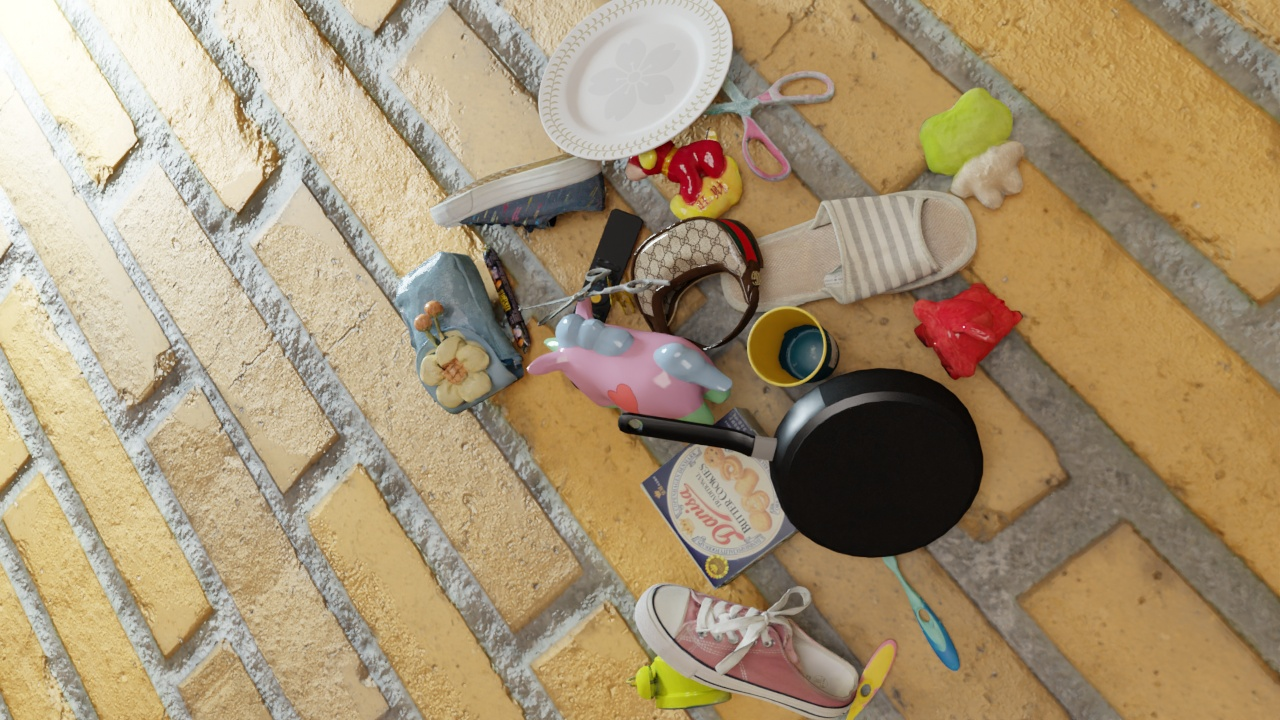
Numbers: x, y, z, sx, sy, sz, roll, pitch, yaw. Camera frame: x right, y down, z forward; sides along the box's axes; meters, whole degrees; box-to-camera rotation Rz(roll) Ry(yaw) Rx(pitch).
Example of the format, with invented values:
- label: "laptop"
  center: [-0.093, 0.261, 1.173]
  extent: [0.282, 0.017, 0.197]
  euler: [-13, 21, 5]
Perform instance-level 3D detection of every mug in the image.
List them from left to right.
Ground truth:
- label: "mug"
  center: [0.164, -0.010, 0.940]
  extent: [0.078, 0.121, 0.078]
  euler: [-2, 86, 23]

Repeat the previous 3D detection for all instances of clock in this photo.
- label: "clock"
  center: [0.042, 0.346, 0.991]
  extent: [0.119, 0.083, 0.057]
  euler: [-11, 77, 19]

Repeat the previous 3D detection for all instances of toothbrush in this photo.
- label: "toothbrush"
  center: [0.229, 0.347, 0.947]
  extent: [0.021, 0.016, 0.135]
  euler: [29, 98, 23]
- label: "toothbrush"
  center: [0.284, 0.252, 0.932]
  extent: [0.022, 0.017, 0.135]
  euler: [-34, 77, 17]

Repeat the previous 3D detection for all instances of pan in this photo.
- label: "pan"
  center: [0.154, 0.094, 0.891]
  extent: [0.355, 0.044, 0.204]
  euler: [9, 117, -1]

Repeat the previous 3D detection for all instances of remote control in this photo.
- label: "remote control"
  center: [-0.041, -0.103, 1.087]
  extent: [0.041, 0.020, 0.152]
  euler: [22, 96, 2]

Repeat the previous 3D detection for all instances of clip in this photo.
- label: "clip"
  center: [-0.017, -0.076, 1.060]
  extent: [0.045, 0.048, 0.054]
  euler: [-50, 30, 27]

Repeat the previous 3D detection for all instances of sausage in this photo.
- label: "sausage"
  center: [-0.166, -0.079, 1.141]
  extent: [0.020, 0.020, 0.155]
  euler: [-27, 77, 19]

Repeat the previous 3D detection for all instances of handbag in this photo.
- label: "handbag"
  center: [-0.229, -0.036, 1.112]
  extent: [0.122, 0.118, 0.192]
  euler: [-27, 82, 20]
- label: "handbag"
  center: [0.059, -0.079, 1.008]
  extent: [0.167, 0.063, 0.138]
  euler: [-22, 79, 39]

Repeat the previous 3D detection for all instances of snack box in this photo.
- label: "snack box"
  center: [0.098, 0.150, 1.001]
  extent: [0.145, 0.042, 0.144]
  euler: [-41, 73, 15]

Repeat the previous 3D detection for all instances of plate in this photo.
- label: "plate"
  center: [-0.007, -0.331, 1.062]
  extent: [0.243, 0.016, 0.242]
  euler: [-10, 64, 21]

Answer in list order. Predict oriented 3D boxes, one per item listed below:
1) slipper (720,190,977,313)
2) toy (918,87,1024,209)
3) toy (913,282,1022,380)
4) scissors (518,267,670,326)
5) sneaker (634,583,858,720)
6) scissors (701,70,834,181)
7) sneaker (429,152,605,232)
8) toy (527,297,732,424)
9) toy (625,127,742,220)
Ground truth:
- label: "slipper"
  center: [0.210, -0.111, 0.967]
  extent: [0.273, 0.054, 0.114]
  euler: [-10, 76, 25]
- label: "toy"
  center: [0.339, -0.209, 0.922]
  extent: [0.092, 0.043, 0.117]
  euler: [-33, 77, 15]
- label: "toy"
  center: [0.319, -0.040, 0.878]
  extent: [0.094, 0.133, 0.088]
  euler: [-36, 84, 7]
- label: "scissors"
  center: [-0.050, -0.074, 1.006]
  extent: [0.175, 0.141, 0.014]
  euler: [-6, 117, 20]
- label: "sneaker"
  center: [0.112, 0.283, 0.933]
  extent: [0.241, 0.118, 0.088]
  euler: [21, 131, 7]
- label: "scissors"
  center: [0.137, -0.281, 1.012]
  extent: [0.168, 0.014, 0.170]
  euler: [-34, 71, 3]
- label: "sneaker"
  center: [-0.144, -0.193, 1.119]
  extent: [0.236, 0.087, 0.079]
  euler: [-12, 112, 23]
- label: "toy"
  center: [-0.006, 0.006, 0.989]
  extent: [0.223, 0.171, 0.119]
  euler: [-13, 38, 56]
- label: "toy"
  center: [0.053, -0.216, 1.036]
  extent: [0.137, 0.067, 0.105]
  euler: [34, 92, 13]
